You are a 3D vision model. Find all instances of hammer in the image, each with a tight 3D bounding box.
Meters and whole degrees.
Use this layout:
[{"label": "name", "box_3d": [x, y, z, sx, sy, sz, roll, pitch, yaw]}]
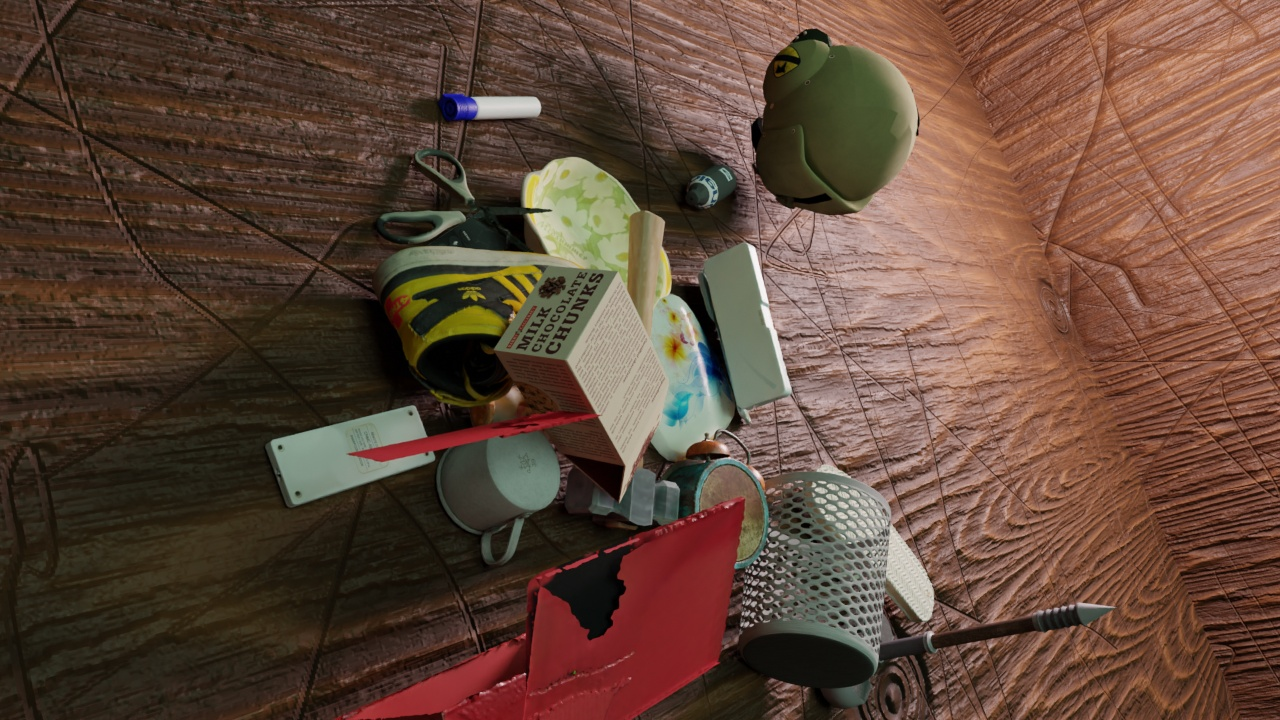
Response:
[{"label": "hammer", "box_3d": [-0.005, 0.005, 0.918, 0.117, 0.051, 0.322, 19, 70, -43]}, {"label": "hammer", "box_3d": [0.355, 0.304, 1.012, 0.043, 0.323, 0.155, 60, 37, -5]}]

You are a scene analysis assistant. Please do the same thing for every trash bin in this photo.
[{"label": "trash bin", "box_3d": [0.188, 0.240, 0.993, 0.156, 0.157, 0.182, 40, 45, -28]}]

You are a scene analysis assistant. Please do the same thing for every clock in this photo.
[{"label": "clock", "box_3d": [0.077, 0.148, 0.976, 0.121, 0.073, 0.157, 39, 55, -29]}]

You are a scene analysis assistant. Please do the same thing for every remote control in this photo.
[{"label": "remote control", "box_3d": [-0.173, -0.103, 0.879, 0.045, 0.008, 0.146, 55, 38, -12]}, {"label": "remote control", "box_3d": [-0.222, 0.072, 0.715, 0.135, 0.011, 0.050, -15, 81, -53]}]

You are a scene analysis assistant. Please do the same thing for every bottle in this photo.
[{"label": "bottle", "box_3d": [0.092, -0.234, 1.247, 0.047, 0.047, 0.112, 59, 37, -6]}, {"label": "bottle", "box_3d": [-0.099, 0.047, 0.835, 0.109, 0.063, 0.063, 5, 65, -40]}]

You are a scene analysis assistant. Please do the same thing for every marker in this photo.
[{"label": "marker", "box_3d": [-0.159, -0.273, 0.986, 0.027, 0.023, 0.132, 47, 34, 14]}]

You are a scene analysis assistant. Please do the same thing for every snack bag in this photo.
[{"label": "snack bag", "box_3d": [-0.033, 0.028, 0.790, 0.094, 0.070, 0.206, -61, 144, -31]}]

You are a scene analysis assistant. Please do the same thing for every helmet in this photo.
[{"label": "helmet", "box_3d": [0.267, -0.325, 1.318, 0.250, 0.256, 0.232, 30, 45, -35]}]

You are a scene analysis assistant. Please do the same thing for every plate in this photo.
[{"label": "plate", "box_3d": [0.041, 0.012, 1.063, 0.186, 0.016, 0.187, -29, 92, -53]}]

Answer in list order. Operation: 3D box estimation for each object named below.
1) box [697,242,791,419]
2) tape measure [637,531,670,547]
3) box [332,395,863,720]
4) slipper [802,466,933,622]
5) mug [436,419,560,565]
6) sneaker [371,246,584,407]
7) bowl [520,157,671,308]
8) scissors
[{"label": "box", "box_3d": [0.125, -0.031, 1.119, 0.122, 0.078, 0.197, 84, -5, -72]}, {"label": "tape measure", "box_3d": [0.020, 0.202, 0.885, 0.064, 0.066, 0.037, 47, 38, 16]}, {"label": "box", "box_3d": [-0.020, 0.185, 0.594, 0.211, 0.379, 0.124, -8, 60, -51]}, {"label": "slipper", "box_3d": [0.292, 0.246, 1.199, 0.263, 0.052, 0.114, 46, 42, -16]}, {"label": "mug", "box_3d": [-0.116, 0.111, 0.771, 0.084, 0.071, 0.113, 8, 61, -48]}, {"label": "sneaker", "box_3d": [-0.109, -0.026, 0.809, 0.238, 0.086, 0.122, 4, 47, -36]}, {"label": "bowl", "box_3d": [-0.060, -0.120, 0.984, 0.219, 0.060, 0.188, 24, 51, -42]}, {"label": "scissors", "box_3d": [-0.169, -0.141, 0.851, 0.157, 0.013, 0.170, -30, 65, -31]}]
